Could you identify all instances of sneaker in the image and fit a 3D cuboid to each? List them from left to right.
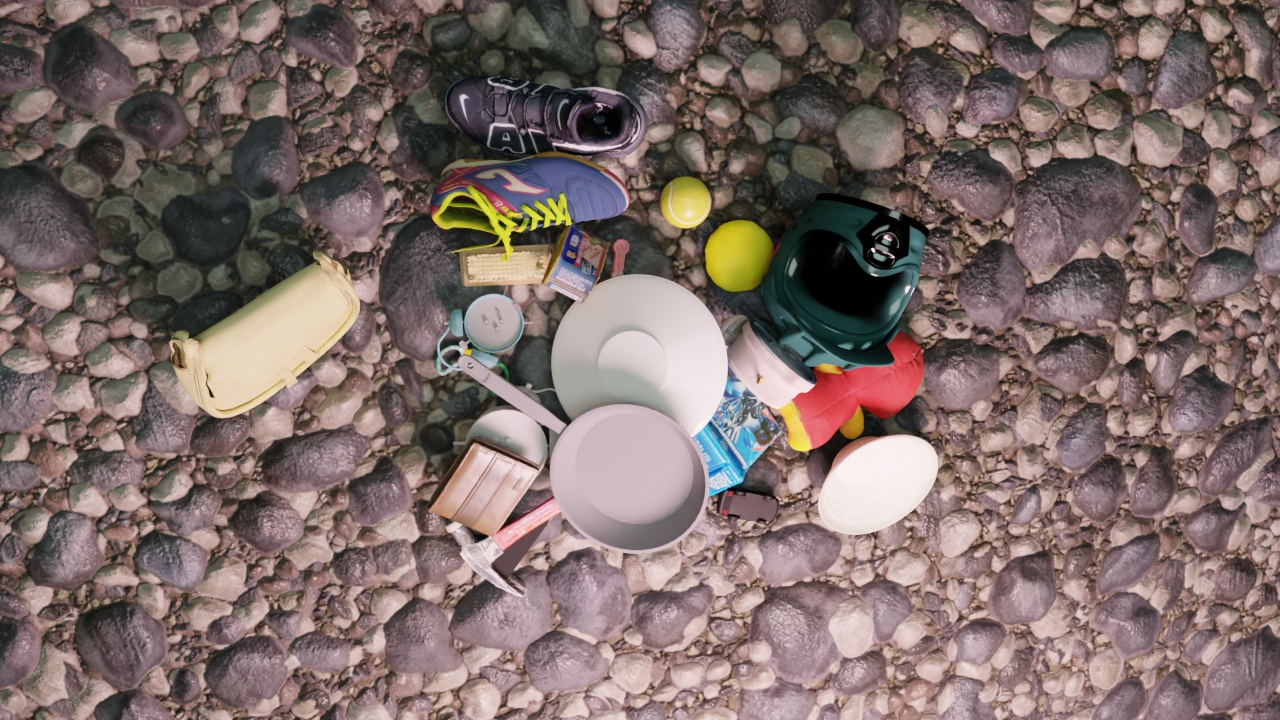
[{"bbox_3d":[-0.135,-0.183,1.107,0.242,0.090,0.116,3,141,12],"label":"sneaker"},{"bbox_3d":[-0.111,-0.289,1.091,0.252,0.151,0.097,4,100,-8],"label":"sneaker"}]

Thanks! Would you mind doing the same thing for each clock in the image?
[{"bbox_3d":[-0.203,-0.036,1.168,0.123,0.042,0.087,-37,98,-8],"label":"clock"},{"bbox_3d":[-0.158,0.099,1.198,0.159,0.061,0.120,-34,102,0],"label":"clock"},{"bbox_3d":[0.156,-0.005,1.175,0.116,0.157,0.059,32,111,-35],"label":"clock"}]

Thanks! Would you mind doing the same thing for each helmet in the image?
[{"bbox_3d":[0.243,-0.084,1.111,0.176,0.274,0.200,21,97,-3],"label":"helmet"}]

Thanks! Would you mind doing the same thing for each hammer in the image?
[{"bbox_3d":[-0.090,0.188,1.214,0.326,0.036,0.140,-33,103,8],"label":"hammer"}]

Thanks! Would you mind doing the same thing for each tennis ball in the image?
[{"bbox_3d":[0.057,-0.202,1.172,0.065,0.065,0.065,-1,100,-8],"label":"tennis ball"}]

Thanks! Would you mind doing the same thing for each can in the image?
[{"bbox_3d":[-0.081,-0.123,1.152,0.059,0.099,0.054,27,134,-13],"label":"can"}]

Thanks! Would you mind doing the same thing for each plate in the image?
[{"bbox_3d":[-0.007,0.007,1.151,0.230,0.030,0.229,1,95,13],"label":"plate"}]

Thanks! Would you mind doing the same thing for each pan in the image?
[{"bbox_3d":[-0.075,0.098,1.142,0.356,0.050,0.201,38,111,-1],"label":"pan"}]

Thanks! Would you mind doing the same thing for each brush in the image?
[{"bbox_3d":[-0.172,-0.121,1.169,0.117,0.039,0.049,-3,101,-5],"label":"brush"}]

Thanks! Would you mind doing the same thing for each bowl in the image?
[{"bbox_3d":[0.314,0.155,1.257,0.176,0.057,0.177,-9,126,-13],"label":"bowl"}]

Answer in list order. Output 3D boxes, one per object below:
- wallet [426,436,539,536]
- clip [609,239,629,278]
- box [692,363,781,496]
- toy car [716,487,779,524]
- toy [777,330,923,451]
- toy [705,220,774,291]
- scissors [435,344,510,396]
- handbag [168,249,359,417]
[{"bbox_3d":[-0.200,0.161,1.164,0.098,0.027,0.121,29,107,-24],"label":"wallet"},{"bbox_3d":[-0.028,-0.127,1.199,0.023,0.044,0.060,7,70,-12],"label":"clip"},{"bbox_3d":[0.069,0.056,1.218,0.171,0.070,0.243,-36,103,-1],"label":"box"},{"bbox_3d":[0.148,0.199,1.270,0.091,0.036,0.042,12,96,-20],"label":"toy car"},{"bbox_3d":[0.283,0.035,1.232,0.216,0.098,0.147,-28,110,3],"label":"toy"},{"bbox_3d":[0.130,-0.137,1.206,0.094,0.041,0.095,15,98,-5],"label":"toy"},{"bbox_3d":[-0.212,-0.012,1.197,0.130,0.011,0.125,-12,96,-7],"label":"scissors"},{"bbox_3d":[-0.438,-0.031,1.086,0.232,0.191,0.088,-36,86,-13],"label":"handbag"}]
